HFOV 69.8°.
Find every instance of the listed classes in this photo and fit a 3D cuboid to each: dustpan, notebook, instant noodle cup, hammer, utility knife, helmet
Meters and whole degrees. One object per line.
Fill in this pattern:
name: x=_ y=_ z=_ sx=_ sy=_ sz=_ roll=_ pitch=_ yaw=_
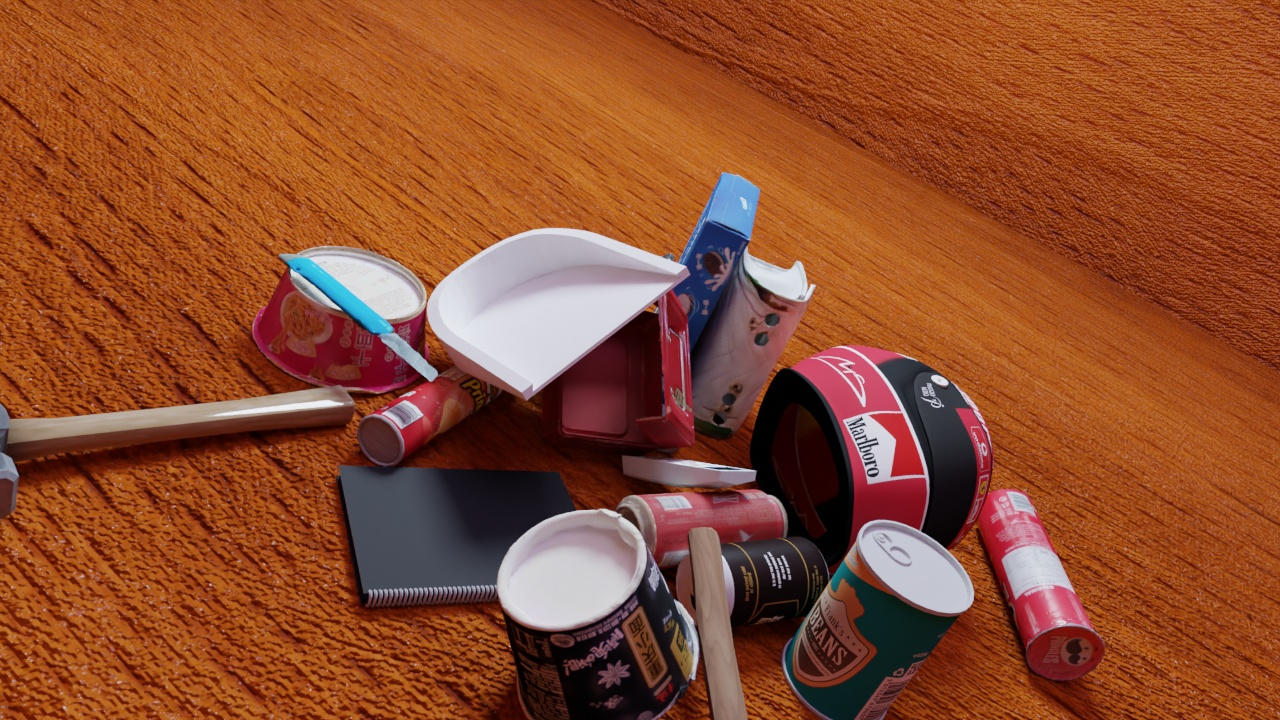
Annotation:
dustpan: x=-0.105 y=-0.065 z=0.892 sx=0.191 sy=0.053 sz=0.258 roll=-39 pitch=28 yaw=-21
notebook: x=-0.142 y=0.145 z=0.779 sx=0.206 sy=0.016 sz=0.149 roll=6 pitch=32 yaw=-30
instant noodle cup: x=-0.294 y=-0.051 z=0.933 sx=0.178 sy=0.078 sz=0.178 roll=18 pitch=28 yaw=-10
hammer: x=0.063 y=0.255 z=0.648 sx=0.098 sy=0.052 sz=0.327 roll=13 pitch=41 yaw=-18
hammer: x=-0.382 y=0.051 z=0.731 sx=0.322 sy=0.051 sz=0.117 roll=-5 pitch=40 yaw=-46
utility knife: x=-0.261 y=-0.043 z=0.849 sx=0.225 sy=0.015 sz=0.031 roll=35 pitch=33 yaw=26
instant noodle cup: x=-0.036 y=0.179 z=0.641 sx=0.137 sy=0.112 sz=0.137 roll=-10 pitch=36 yaw=7
helmet: x=0.251 y=0.101 z=0.950 sx=0.224 sy=0.198 sz=0.270 roll=3 pitch=33 yaw=-19

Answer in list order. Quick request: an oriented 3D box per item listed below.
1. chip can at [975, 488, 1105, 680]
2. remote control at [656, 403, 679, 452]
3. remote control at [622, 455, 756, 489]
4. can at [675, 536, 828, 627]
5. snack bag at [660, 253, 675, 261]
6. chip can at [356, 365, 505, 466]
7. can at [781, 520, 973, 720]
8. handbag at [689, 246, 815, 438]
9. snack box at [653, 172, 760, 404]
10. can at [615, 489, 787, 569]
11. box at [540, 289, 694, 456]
chip can: x=0.422 y=0.231 z=0.993 sx=0.073 sy=0.073 sz=0.232 roll=21 pitch=28 yaw=-6
remote control: x=-0.021 y=0.054 z=1.019 sx=0.151 sy=0.019 sz=0.074 roll=23 pitch=28 yaw=-1
remote control: x=0.042 y=0.111 z=0.895 sx=0.049 sy=0.024 sz=0.144 roll=6 pitch=-3 yaw=-42
can: x=0.101 y=0.196 z=0.812 sx=0.128 sy=0.072 sz=0.072 roll=3 pitch=35 yaw=-33
snack bag: x=-0.031 y=-0.103 z=1.187 sx=0.155 sy=0.018 sz=0.074 roll=-14 pitch=22 yaw=17
chip can: x=-0.185 y=0.036 z=0.893 sx=0.052 sy=0.052 sz=0.214 roll=30 pitch=29 yaw=12
can: x=0.193 y=0.220 z=0.762 sx=0.099 sy=0.144 sz=0.099 roll=18 pitch=29 yaw=-10
handbag: x=0.122 y=-0.022 z=1.070 sx=0.096 sy=0.199 sz=0.141 roll=21 pitch=29 yaw=-8
snack box: x=0.062 y=-0.088 z=1.091 sx=0.056 sy=0.239 sz=0.195 roll=26 pitch=28 yaw=-3
can: x=0.056 y=0.156 z=0.852 sx=0.170 sy=0.067 sz=0.067 roll=2 pitch=35 yaw=-33
box: x=-0.026 y=0.014 z=0.941 sx=0.147 sy=0.156 sz=0.157 roll=42 pitch=42 yaw=-61
